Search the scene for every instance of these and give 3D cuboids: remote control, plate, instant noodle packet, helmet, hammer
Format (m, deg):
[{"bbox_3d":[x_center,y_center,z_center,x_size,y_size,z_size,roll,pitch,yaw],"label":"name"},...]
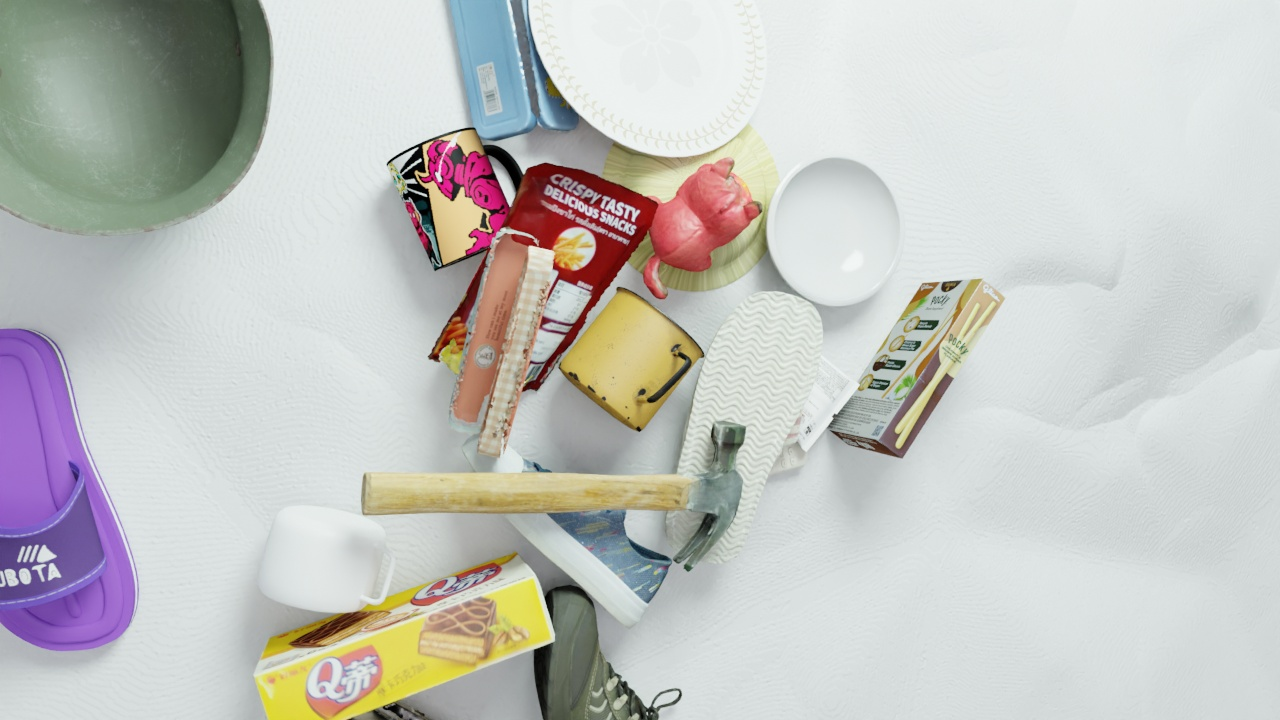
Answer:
[{"bbox_3d":[0.107,0.099,0.908,0.125,0.018,0.038,-12,95,-14],"label":"remote control"},{"bbox_3d":[0.010,-0.302,0.843,0.242,0.016,0.242,4,80,-25],"label":"plate"},{"bbox_3d":[0.140,0.013,0.902,0.134,0.026,0.087,41,81,-4],"label":"instant noodle packet"},{"bbox_3d":[-0.390,-0.227,0.679,0.226,0.154,0.268,-11,100,-16],"label":"helmet"},{"bbox_3d":[-0.061,0.112,0.764,0.330,0.033,0.132,4,98,-26],"label":"hammer"},{"bbox_3d":[0.057,-0.159,0.871,0.184,0.036,0.184,-1,93,-16],"label":"plate"}]

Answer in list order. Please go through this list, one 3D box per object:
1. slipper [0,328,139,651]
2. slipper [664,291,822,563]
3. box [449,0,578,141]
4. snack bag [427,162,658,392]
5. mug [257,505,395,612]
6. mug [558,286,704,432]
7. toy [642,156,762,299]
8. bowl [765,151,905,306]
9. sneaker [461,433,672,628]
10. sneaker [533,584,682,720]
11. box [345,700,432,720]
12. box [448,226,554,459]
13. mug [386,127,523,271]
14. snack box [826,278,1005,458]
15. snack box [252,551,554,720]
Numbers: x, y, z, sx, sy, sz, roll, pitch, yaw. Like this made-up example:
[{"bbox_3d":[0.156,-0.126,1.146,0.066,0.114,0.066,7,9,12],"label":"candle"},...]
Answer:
[{"bbox_3d":[-0.476,0.107,0.706,0.107,0.084,0.266,-12,96,-15],"label":"slipper"},{"bbox_3d":[0.096,0.063,0.866,0.115,0.052,0.263,19,94,-3],"label":"slipper"},{"bbox_3d":[-0.118,-0.305,0.822,0.085,0.073,0.209,-18,101,-55],"label":"box"},{"bbox_3d":[-0.081,-0.065,0.780,0.138,0.066,0.208,17,118,-42],"label":"snack bag"},{"bbox_3d":[-0.254,0.165,0.761,0.116,0.094,0.068,13,87,21],"label":"mug"},{"bbox_3d":[-0.005,0.005,0.817,0.094,0.124,0.100,-52,124,-6],"label":"mug"},{"bbox_3d":[0.045,-0.117,0.802,0.088,0.094,0.133,40,84,-14],"label":"toy"},{"bbox_3d":[0.185,-0.128,0.906,0.149,0.043,0.149,-1,93,-17],"label":"bowl"},{"bbox_3d":[-0.059,0.141,0.827,0.079,0.087,0.235,-44,106,-6],"label":"sneaker"},{"bbox_3d":[-0.021,0.321,0.836,0.143,0.101,0.238,-3,98,-12],"label":"sneaker"},{"bbox_3d":[-0.241,0.392,0.807,0.144,0.058,0.187,38,79,-13],"label":"box"},{"bbox_3d":[-0.113,-0.010,0.735,0.071,0.056,0.187,23,114,12],"label":"box"},{"bbox_3d":[-0.147,-0.145,0.799,0.117,0.082,0.098,-31,101,-41],"label":"mug"},{"bbox_3d":[0.269,0.005,0.906,0.031,0.101,0.186,37,82,-14],"label":"snack box"},{"bbox_3d":[-0.197,0.237,0.779,0.230,0.110,0.061,-17,94,-15],"label":"snack box"}]
